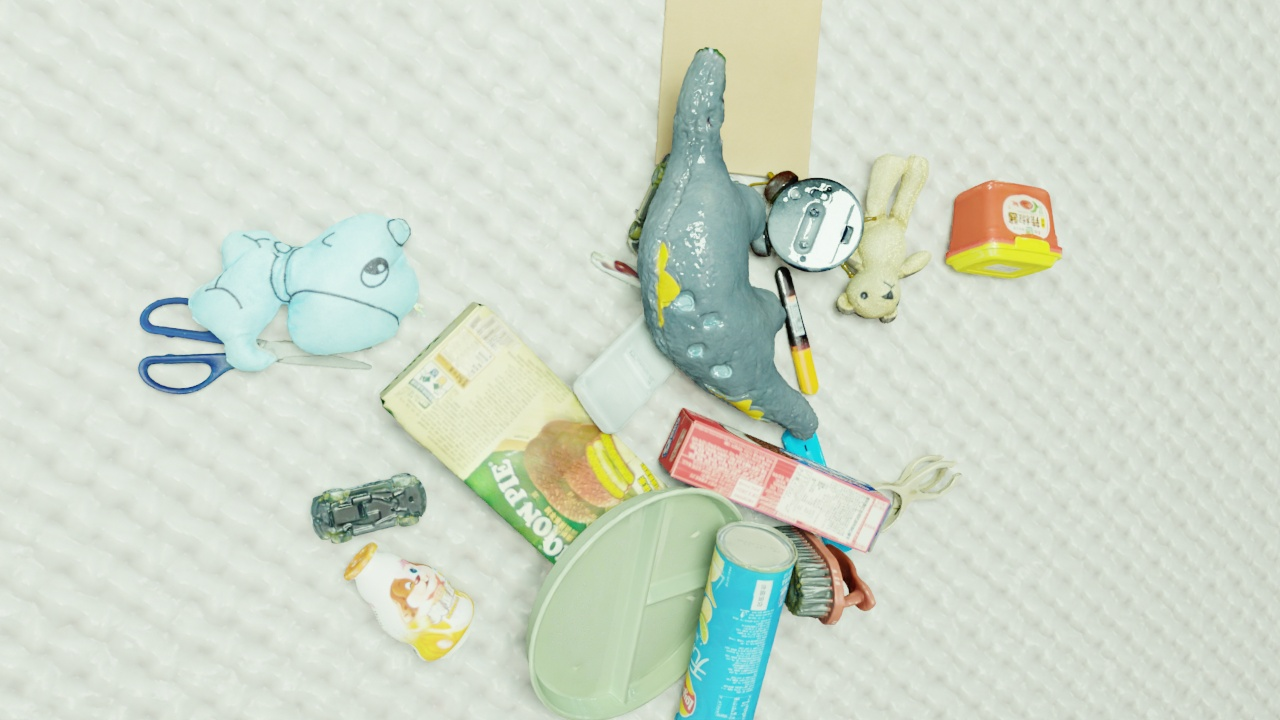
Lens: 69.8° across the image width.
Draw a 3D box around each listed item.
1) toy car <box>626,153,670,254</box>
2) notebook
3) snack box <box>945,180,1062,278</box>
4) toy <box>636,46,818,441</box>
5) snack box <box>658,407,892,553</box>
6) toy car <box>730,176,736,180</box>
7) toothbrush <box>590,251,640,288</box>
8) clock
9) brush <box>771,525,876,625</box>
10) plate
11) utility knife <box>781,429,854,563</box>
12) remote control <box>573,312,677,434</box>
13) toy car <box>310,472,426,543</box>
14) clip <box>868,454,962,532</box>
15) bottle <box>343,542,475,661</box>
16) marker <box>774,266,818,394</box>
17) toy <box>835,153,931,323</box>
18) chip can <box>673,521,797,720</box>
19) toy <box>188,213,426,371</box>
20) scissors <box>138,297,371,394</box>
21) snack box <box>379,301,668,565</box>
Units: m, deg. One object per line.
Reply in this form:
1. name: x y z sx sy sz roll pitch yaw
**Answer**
1. toy car: 0.019 -0.132 0.796 0.042 0.035 0.090 20 98 -19
2. notebook: 0.090 -0.273 0.818 0.149 0.012 0.211 2 95 -17
3. snack box: 0.348 -0.126 0.886 0.091 0.082 0.080 5 80 -20
4. toy: 0.063 -0.069 0.761 0.137 0.091 0.357 -25 114 -21
5. snack box: 0.122 0.110 0.830 0.207 0.057 0.058 23 95 -13
6. toy car: 0.060 -0.115 0.813 0.049 0.031 0.105 14 92 -18
7. toothbrush: 0.039 -0.054 0.819 0.187 0.017 0.016 25 86 -20
8. clock: 0.144 -0.123 0.820 0.122 0.055 0.082 21 94 9
9. brush: 0.159 0.190 0.815 0.069 0.146 0.063 3 95 -5
10. plate: 0.000 0.205 0.782 0.229 0.027 0.230 -18 123 -31
11. utility knife: 0.174 0.131 0.883 0.034 0.018 0.161 -26 104 -15
12. remote control: -0.005 0.005 0.778 0.056 0.020 0.135 56 48 -15
13. toy car: -0.219 0.118 0.742 0.090 0.034 0.043 -12 96 -19
14. clip: 0.265 0.125 0.907 0.100 0.034 0.070 -29 104 -5
15. bottle: -0.188 0.194 0.745 0.108 0.063 0.063 44 81 -17
16. marker: 0.146 -0.028 0.860 0.018 0.015 0.124 -17 98 -18
17. toy: 0.228 -0.113 0.850 0.105 0.066 0.157 9 99 -14
18. chip can: 0.080 0.247 0.802 0.071 0.071 0.210 2 113 -19
19. toy: -0.246 -0.054 0.706 0.156 0.050 0.161 29 83 -19
20. scissors: -0.299 -0.018 0.715 0.173 0.012 0.126 -25 103 -16
21. snack box: -0.091 0.072 0.765 0.114 0.063 0.240 -47 107 -9
